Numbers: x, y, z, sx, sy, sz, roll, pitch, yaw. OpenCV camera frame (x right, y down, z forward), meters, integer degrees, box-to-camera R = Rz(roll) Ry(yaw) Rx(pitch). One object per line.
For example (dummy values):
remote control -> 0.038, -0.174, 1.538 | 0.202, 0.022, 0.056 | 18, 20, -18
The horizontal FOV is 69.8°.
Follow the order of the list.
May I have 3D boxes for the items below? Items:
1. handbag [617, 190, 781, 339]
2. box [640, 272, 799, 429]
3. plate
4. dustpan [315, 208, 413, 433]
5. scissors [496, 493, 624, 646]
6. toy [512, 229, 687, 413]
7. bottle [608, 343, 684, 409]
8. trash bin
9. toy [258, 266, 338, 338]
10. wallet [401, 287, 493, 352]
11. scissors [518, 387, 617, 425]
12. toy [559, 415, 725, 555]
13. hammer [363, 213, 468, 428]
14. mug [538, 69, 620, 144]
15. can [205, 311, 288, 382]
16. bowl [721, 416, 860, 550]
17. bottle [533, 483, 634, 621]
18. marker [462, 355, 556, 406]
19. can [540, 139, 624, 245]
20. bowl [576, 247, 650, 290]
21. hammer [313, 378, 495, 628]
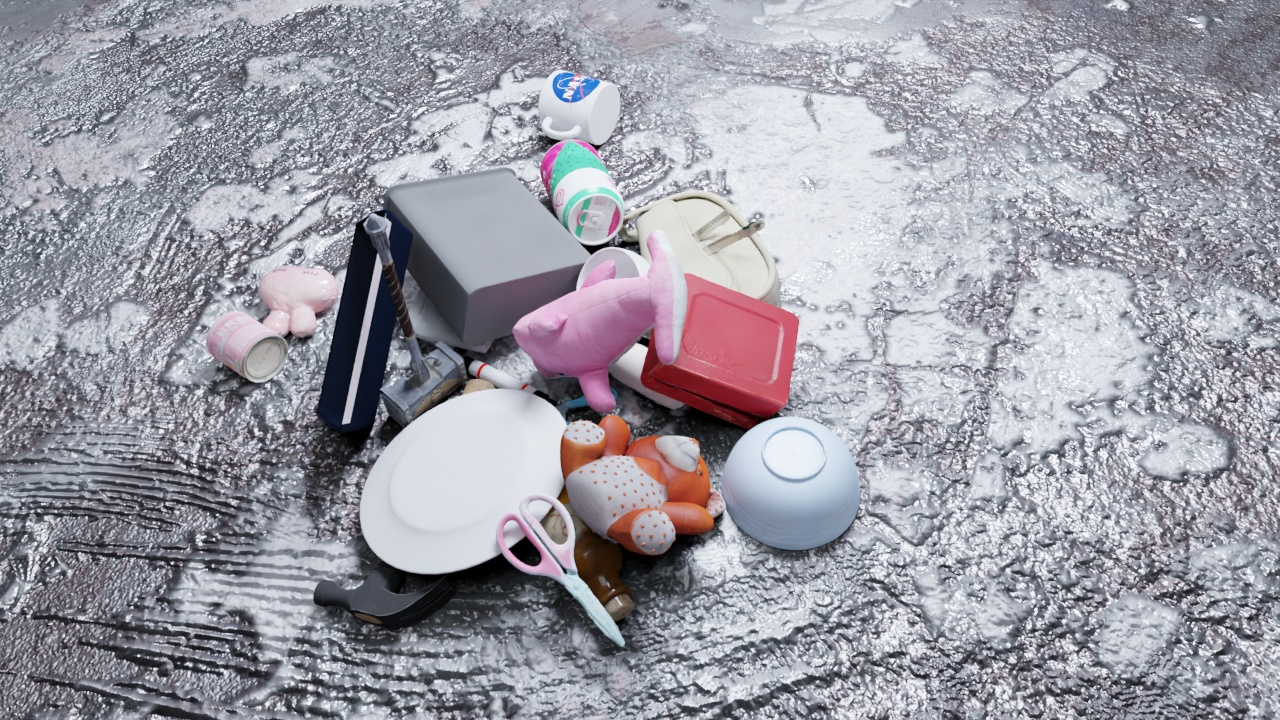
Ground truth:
handbag -> 0.068, -0.132, 1.152 | 0.184, 0.132, 0.228 | -14, 50, 3
box -> 0.088, -0.006, 1.033 | 0.158, 0.087, 0.129 | 20, 63, -13
plate -> -0.191, 0.118, 0.981 | 0.243, 0.016, 0.242 | -12, 44, 11
dustpan -> -0.331, -0.045, 1.063 | 0.080, 0.273, 0.236 | 11, 88, -5
scissors -> -0.068, 0.205, 0.884 | 0.076, 0.017, 0.174 | -39, 75, -10
toy -> -0.061, -0.040, 1.006 | 0.127, 0.266, 0.186 | 13, 64, -39
bottle -> -0.006, 0.006, 1.089 | 0.146, 0.051, 0.051 | 29, 59, 25
trash bin -> -0.193, -0.139, 1.166 | 0.191, 0.098, 0.220 | -18, 51, -34
toy -> -0.452, -0.076, 1.201 | 0.108, 0.053, 0.105 | 0, 67, 4
wallet -> -0.238, -0.051, 1.169 | 0.116, 0.032, 0.086 | 17, 56, 8
scissors -> -0.077, 0.057, 1.069 | 0.136, 0.015, 0.125 | 35, 55, 9
toy -> 0.009, 0.123, 0.942 | 0.172, 0.093, 0.164 | -8, 46, -50
hammer -> -0.251, -0.043, 0.977 | 0.044, 0.323, 0.098 | 37, 63, 20
mug -> -0.099, -0.370, 1.372 | 0.090, 0.091, 0.121 | 21, 57, 20
can -> -0.491, -0.018, 1.144 | 0.076, 0.067, 0.067 | 28, 59, 23
bowl -> 0.161, 0.117, 0.972 | 0.150, 0.075, 0.150 | -2, 52, 3
bottle -> -0.058, 0.196, 0.934 | 0.067, 0.068, 0.157 | -28, 54, -16
marker -> -0.156, 0.030, 1.105 | 0.146, 0.019, 0.019 | 24, 57, 22
can -> -0.079, -0.228, 1.241 | 0.088, 0.088, 0.165 | -16, 40, -7
bowl -> -0.023, -0.082, 1.107 | 0.054, 0.105, 0.105 | 3, 34, -51
hammer -> -0.228, 0.145, 1.013 | 0.132, 0.040, 0.304 | 9, 52, 16
